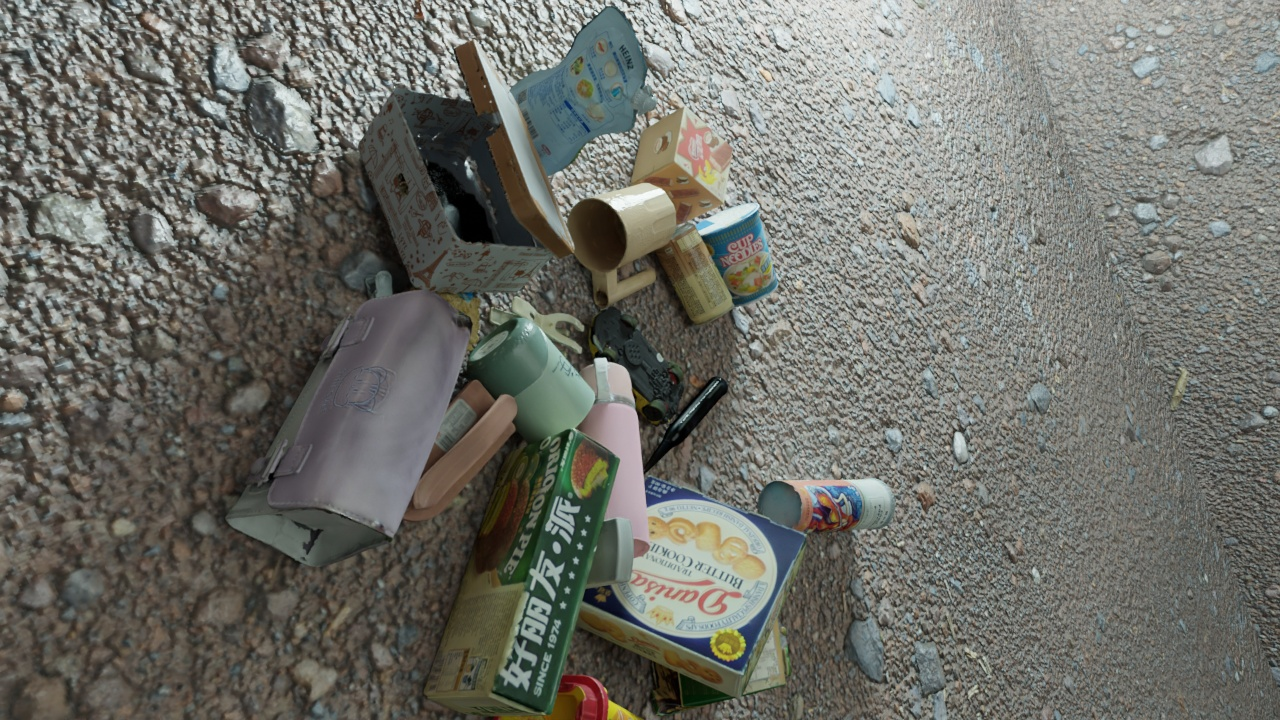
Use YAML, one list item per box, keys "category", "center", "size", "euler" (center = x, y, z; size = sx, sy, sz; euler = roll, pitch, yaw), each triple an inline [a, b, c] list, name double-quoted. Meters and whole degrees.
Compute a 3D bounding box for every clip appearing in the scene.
- category: "clip"
  center: [-0.110, -0.032, 0.943]
  size: [0.103, 0.076, 0.034]
  euler: [17, 65, -31]
- category: "clip"
  center: [-0.231, -0.052, 0.824]
  size: [0.024, 0.028, 0.056]
  euler: [-5, 89, -45]

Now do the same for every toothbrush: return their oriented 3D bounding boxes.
- category: "toothbrush"
  center: [0.042, 0.082, 1.058]
  size: [0.027, 0.026, 0.212]
  euler: [35, 45, 12]

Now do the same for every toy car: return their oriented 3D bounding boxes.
- category: "toy car"
  center: [-0.006, 0.006, 1.021]
  size: [0.156, 0.041, 0.071]
  euler: [48, 47, -25]

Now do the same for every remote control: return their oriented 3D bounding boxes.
- category: "remote control"
  center: [-0.053, 0.181, 0.840]
  size: [0.019, 0.135, 0.056]
  euler: [15, 64, -35]

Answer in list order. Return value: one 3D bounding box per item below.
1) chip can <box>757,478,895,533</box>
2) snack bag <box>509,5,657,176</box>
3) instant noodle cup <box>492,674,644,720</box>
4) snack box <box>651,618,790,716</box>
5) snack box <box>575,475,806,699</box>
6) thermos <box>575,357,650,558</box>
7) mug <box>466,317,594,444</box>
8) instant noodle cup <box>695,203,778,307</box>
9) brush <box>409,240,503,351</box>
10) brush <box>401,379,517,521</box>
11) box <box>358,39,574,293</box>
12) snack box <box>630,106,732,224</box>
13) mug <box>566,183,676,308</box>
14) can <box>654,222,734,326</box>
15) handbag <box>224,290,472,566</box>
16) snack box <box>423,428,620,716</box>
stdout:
- category: "chip can"
  center: [0.244, 0.189, 1.194]
  size: [0.214, 0.071, 0.071]
  euler: [7, 71, -43]
- category: "snack bag"
  center: [-0.064, -0.272, 0.949]
  size: [0.038, 0.192, 0.110]
  euler: [-20, 90, -46]
- category: "instant noodle cup"
  center: [-0.057, 0.344, 0.805]
  size: [0.123, 0.116, 0.116]
  euler: [40, 49, -45]
- category: "snack box"
  center: [0.083, 0.304, 0.960]
  size: [0.117, 0.106, 0.118]
  euler: [7, 70, -44]
- category: "snack box"
  center: [0.051, 0.217, 0.916]
  size: [0.182, 0.178, 0.046]
  euler: [-54, 154, -43]
- category: "thermos"
  center: [-0.031, 0.093, 0.915]
  size: [0.067, 0.087, 0.198]
  euler: [-4, 60, -2]
- category: "mug"
  center: [-0.107, 0.013, 0.893]
  size: [0.106, 0.082, 0.111]
  euler: [50, 16, -20]
- category: "instant noodle cup"
  center: [0.126, -0.132, 1.176]
  size: [0.099, 0.099, 0.110]
  euler: [-45, 116, -45]
- category: "brush"
  center: [-0.155, -0.086, 0.901]
  size: [0.083, 0.046, 0.253]
  euler: [47, 43, -16]
- category: "brush"
  center: [-0.168, 0.083, 0.803]
  size: [0.063, 0.073, 0.145]
  euler: [55, 46, -18]
- category: "box"
  center: [-0.135, -0.173, 0.833]
  size: [0.148, 0.158, 0.181]
  euler: [-6, 65, -46]
- category: "snack box"
  center: [0.052, -0.241, 1.144]
  size: [0.094, 0.077, 0.092]
  euler: [33, 55, -34]
- category: "mug"
  center: [-0.018, -0.133, 1.040]
  size: [0.103, 0.084, 0.125]
  euler: [-30, 123, -49]
- category: "can"
  center: [0.065, -0.105, 1.122]
  size: [0.058, 0.059, 0.116]
  euler: [-39, 105, -46]
- category: "handbag"
  center: [-0.218, 0.048, 0.710]
  size: [0.098, 0.145, 0.196]
  euler: [41, 49, -32]
- category: "snack box"
  center: [-0.101, 0.184, 0.803]
  size: [0.063, 0.115, 0.239]
  euler: [34, 53, -27]
